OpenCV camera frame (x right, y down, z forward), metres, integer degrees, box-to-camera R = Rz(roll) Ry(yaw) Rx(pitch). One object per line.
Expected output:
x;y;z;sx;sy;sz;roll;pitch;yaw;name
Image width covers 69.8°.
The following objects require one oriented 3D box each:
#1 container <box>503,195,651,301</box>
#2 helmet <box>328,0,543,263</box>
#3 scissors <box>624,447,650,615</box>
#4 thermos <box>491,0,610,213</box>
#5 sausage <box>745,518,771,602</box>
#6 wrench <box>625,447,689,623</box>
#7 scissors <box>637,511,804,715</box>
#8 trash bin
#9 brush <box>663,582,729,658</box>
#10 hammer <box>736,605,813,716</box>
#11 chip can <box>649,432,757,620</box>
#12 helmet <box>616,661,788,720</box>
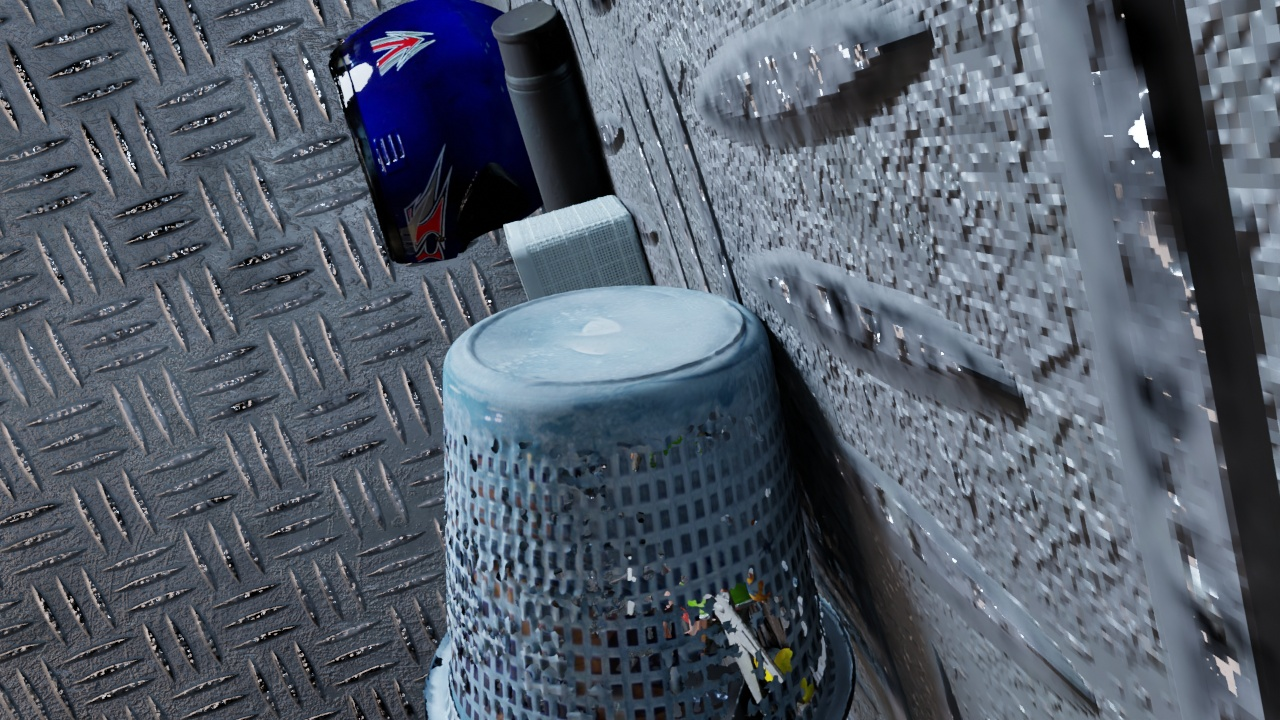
-0.056;-0.092;0.840;0.090;0.111;0.090;-115;6;-64;container
-0.199;-0.250;1.029;0.316;0.240;0.247;103;149;-65;helmet
0.007;0.132;0.796;0.229;0.021;0.221;-2;99;45;scissors
-0.072;-0.217;0.879;0.089;0.068;0.243;-68;-26;-42;thermos
0.080;0.131;0.711;0.021;0.021;0.165;-116;7;-60;sausage
0.022;0.183;0.936;0.056;0.016;0.274;22;141;43;wrench
0.054;0.172;0.724;0.189;0.015;0.226;19;124;50;scissors
-0.008;0.075;0.455;0.226;0.226;0.195;-118;21;-66;trash bin
0.054;0.248;0.910;0.146;0.073;0.063;87;178;-50;brush
0.122;0.286;0.863;0.323;0.032;0.126;88;161;-77;hammer
0.039;0.110;0.825;0.072;0.072;0.236;105;145;-84;chip can
0.077;0.475;1.032;0.274;0.230;0.233;57;-172;-1;helmet
